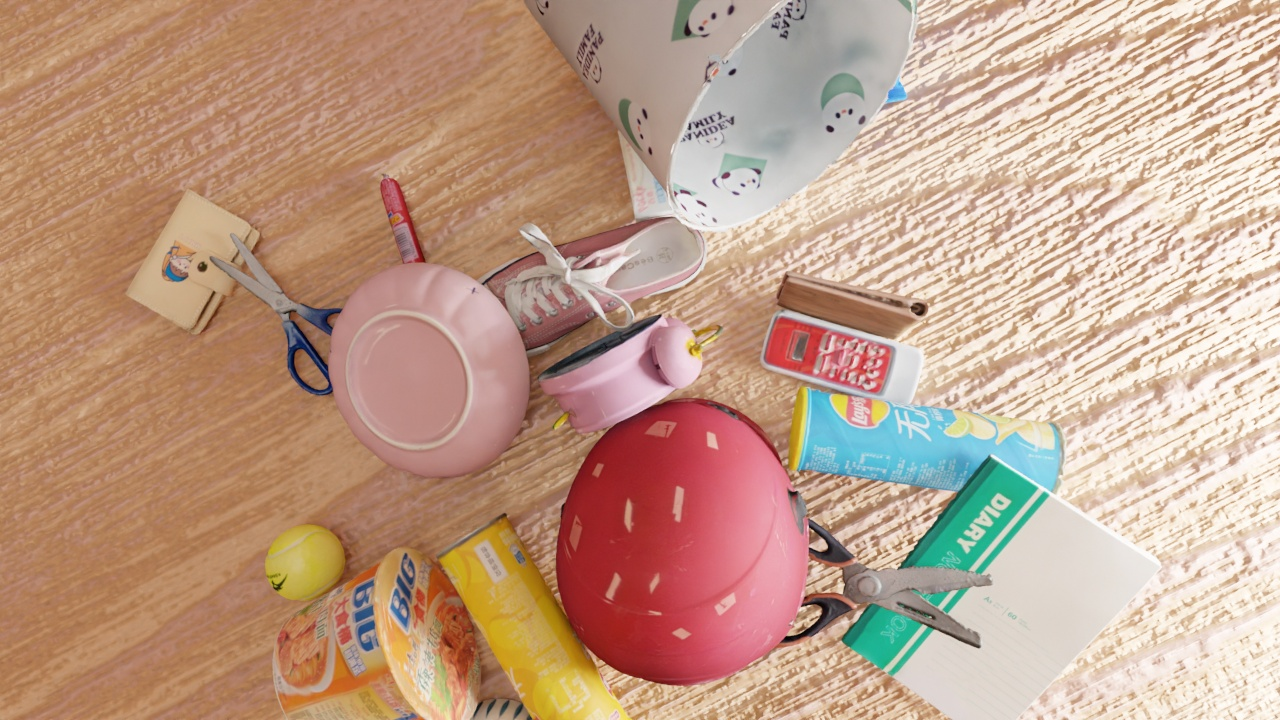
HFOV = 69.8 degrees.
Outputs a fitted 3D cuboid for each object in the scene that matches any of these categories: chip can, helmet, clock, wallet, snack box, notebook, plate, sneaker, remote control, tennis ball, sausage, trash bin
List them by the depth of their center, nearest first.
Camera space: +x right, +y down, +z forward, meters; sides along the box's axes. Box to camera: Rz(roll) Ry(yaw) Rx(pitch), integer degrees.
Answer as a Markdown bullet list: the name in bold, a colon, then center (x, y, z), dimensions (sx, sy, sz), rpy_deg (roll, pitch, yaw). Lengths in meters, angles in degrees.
- **trash bin**: center (0.041, -0.269, 0.715), dimensions (0.229, 0.229, 0.252), rpy_deg (-39, 67, 1)
- **helmet**: center (0.026, 0.136, 0.724), dimensions (0.207, 0.144, 0.239), rpy_deg (-2, 77, 12)
- **notebook**: center (0.283, 0.197, 0.740), dimensions (0.150, 0.012, 0.209), rpy_deg (34, 111, 7)
- **chip can**: center (0.232, 0.070, 0.761), dimensions (0.210, 0.071, 0.071), rpy_deg (7, 86, 5)
- **wallet**: center (0.171, -0.046, 0.761), dimensions (0.115, 0.101, 0.020), rpy_deg (14, 83, 7)
- **clock**: center (-0.005, 0.004, 0.765), dimensions (0.158, 0.117, 0.060), rpy_deg (-28, 97, 4)
- **chip can**: center (-0.090, 0.237, 0.773), dimensions (0.072, 0.072, 0.213), rpy_deg (-33, 84, 1)
- **plate**: center (-0.190, 0.014, 0.784), dimensions (0.193, 0.039, 0.192), rpy_deg (4, 103, 17)
- **sneaker**: center (-0.060, -0.066, 0.786), dimensions (0.241, 0.088, 0.118), rpy_deg (-20, 84, 5)
- **remote control**: center (0.174, -0.002, 0.796), dimensions (0.136, 0.020, 0.056), rpy_deg (17, 86, 6)
- **tennis ball**: center (-0.291, 0.176, 0.798), dimensions (0.065, 0.065, 0.065), rpy_deg (0, 85, 5)
- **snack box**: center (0.064, -0.178, 0.816), dimensions (0.157, 0.027, 0.084), rpy_deg (-11, 85, 4)
- **sausage**: center (-0.209, -0.100, 0.837), dimensions (0.020, 0.020, 0.156), rpy_deg (-20, 84, 3)
- **wallet**: center (-0.413, -0.090, 0.851), dimensions (0.087, 0.024, 0.115), rpy_deg (30, 86, 4)

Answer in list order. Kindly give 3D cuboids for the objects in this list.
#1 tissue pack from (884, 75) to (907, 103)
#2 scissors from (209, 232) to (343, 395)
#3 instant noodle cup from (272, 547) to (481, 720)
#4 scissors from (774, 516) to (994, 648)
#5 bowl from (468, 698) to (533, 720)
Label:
- **tissue pack**: center (0.169, -0.289, 0.804), dimensions (0.095, 0.052, 0.157), rpy_deg (-16, 84, 5)
- **scissors**: center (-0.325, -0.038, 0.837), dimensions (0.170, 0.012, 0.144), rpy_deg (12, 90, 0)
- **instant noodle cup**: center (-0.217, 0.244, 0.752), dimensions (0.111, 0.151, 0.151), rpy_deg (-24, 84, 10)
- **scissors**: center (0.166, 0.185, 0.760), dimensions (0.224, 0.015, 0.189), rpy_deg (-36, 74, 16)
- **bowl**: center (-0.125, 0.352, 0.770), dimensions (0.116, 0.066, 0.116), rpy_deg (0, 86, 5)
